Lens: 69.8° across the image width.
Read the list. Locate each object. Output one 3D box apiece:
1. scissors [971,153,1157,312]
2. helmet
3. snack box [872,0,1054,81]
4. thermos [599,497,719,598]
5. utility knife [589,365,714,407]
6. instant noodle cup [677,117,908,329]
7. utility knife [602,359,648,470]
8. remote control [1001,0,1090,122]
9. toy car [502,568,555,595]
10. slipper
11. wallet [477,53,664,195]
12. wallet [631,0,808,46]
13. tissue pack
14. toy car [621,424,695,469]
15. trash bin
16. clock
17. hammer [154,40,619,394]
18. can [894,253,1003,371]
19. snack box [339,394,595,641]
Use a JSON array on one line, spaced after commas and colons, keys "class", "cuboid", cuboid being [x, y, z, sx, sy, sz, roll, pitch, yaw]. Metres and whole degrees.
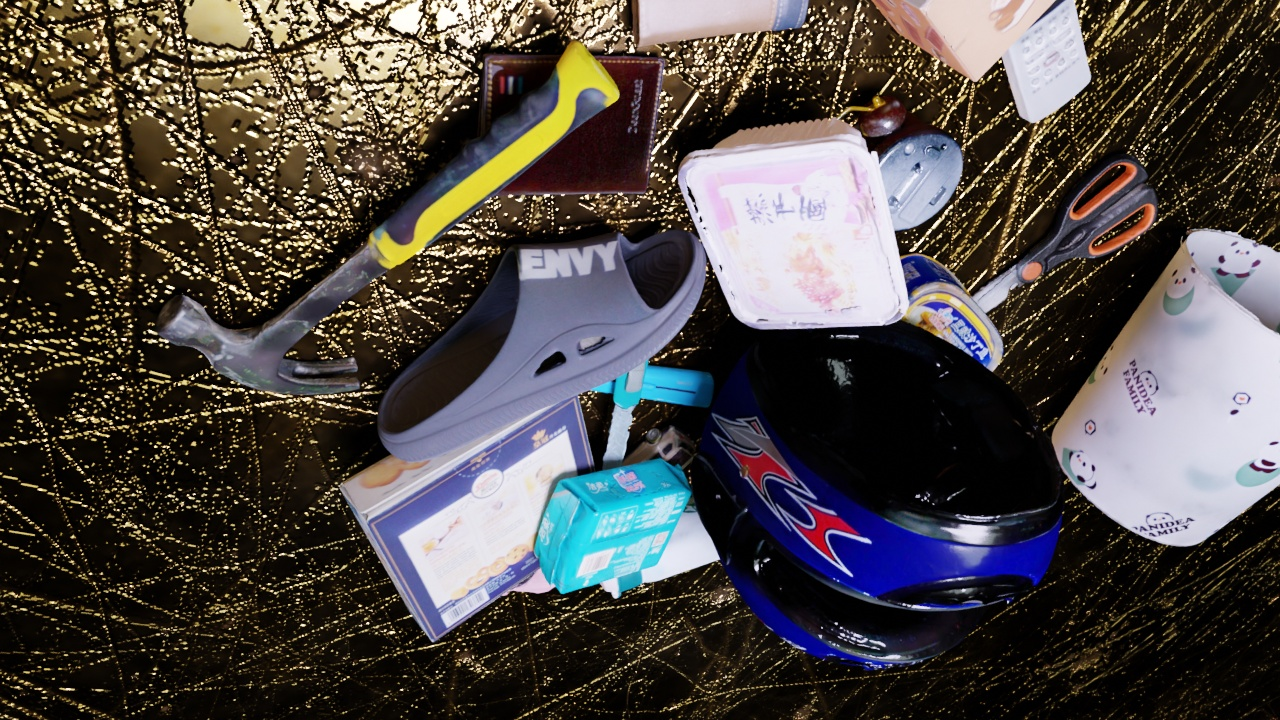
[{"class": "scissors", "cuboid": [0.358, -0.104, 0.837, 0.235, 0.021, 0.143, -21, 125, 2]}, {"class": "helmet", "cuboid": [0.174, 0.119, 0.722, 0.247, 0.315, 0.241, -3, 120, -12]}, {"class": "snack box", "cuboid": [0.204, -0.251, 0.584, 0.093, 0.094, 0.077, -46, 132, 15]}, {"class": "thermos", "cuboid": [0.057, 0.160, 0.881, 0.224, 0.073, 0.073, -16, 132, -11]}, {"class": "utility knife", "cuboid": [-0.021, 0.015, 0.755, 0.194, 0.018, 0.034, 8, 124, -28]}, {"class": "instant noodle cup", "cuboid": [0.116, -0.101, 0.663, 0.138, 0.060, 0.173, 0, 139, 27]}, {"class": "utility knife", "cuboid": [-0.004, 0.004, 0.736, 0.029, 0.013, 0.224, 1, 118, -20]}, {"class": "remote control", "cuboid": [0.295, -0.246, 0.681, 0.058, 0.021, 0.150, -37, 134, 7]}, {"class": "toy car", "cuboid": [-0.115, 0.190, 0.846, 0.122, 0.037, 0.056, 18, 120, -36]}, {"class": "slipper", "cuboid": [-0.080, -0.024, 0.635, 0.268, 0.110, 0.083, -29, 130, 5]}, {"class": "wallet", "cuboid": [-0.046, -0.153, 0.603, 0.122, 0.020, 0.096, -6, 129, -23]}, {"class": "wallet", "cuboid": [0.049, -0.243, 0.563, 0.115, 0.033, 0.090, -13, 129, -13]}, {"class": "tissue pack", "cuboid": [-0.021, 0.135, 0.768, 0.133, 0.050, 0.093, -4, 126, -43]}, {"class": "toy car", "cuboid": [0.007, 0.097, 0.825, 0.090, 0.035, 0.042, -40, 131, 14]}, {"class": "trash bin", "cuboid": [0.567, 0.036, 0.915, 0.229, 0.229, 0.253, 1, 132, -26]}, {"class": "clock", "cuboid": [0.184, -0.149, 0.687, 0.121, 0.055, 0.082, 18, 119, -34]}, {"class": "hammer", "cuboid": [-0.148, -0.081, 0.585, 0.324, 0.031, 0.126, -35, 136, 15]}, {"class": "can", "cuboid": [0.266, -0.033, 0.818, 0.075, 0.049, 0.148, -41, 129, 16]}, {"class": "snack box", "cuboid": [-0.121, 0.117, 0.733, 0.177, 0.046, 0.183, -31, 139, -21]}]
